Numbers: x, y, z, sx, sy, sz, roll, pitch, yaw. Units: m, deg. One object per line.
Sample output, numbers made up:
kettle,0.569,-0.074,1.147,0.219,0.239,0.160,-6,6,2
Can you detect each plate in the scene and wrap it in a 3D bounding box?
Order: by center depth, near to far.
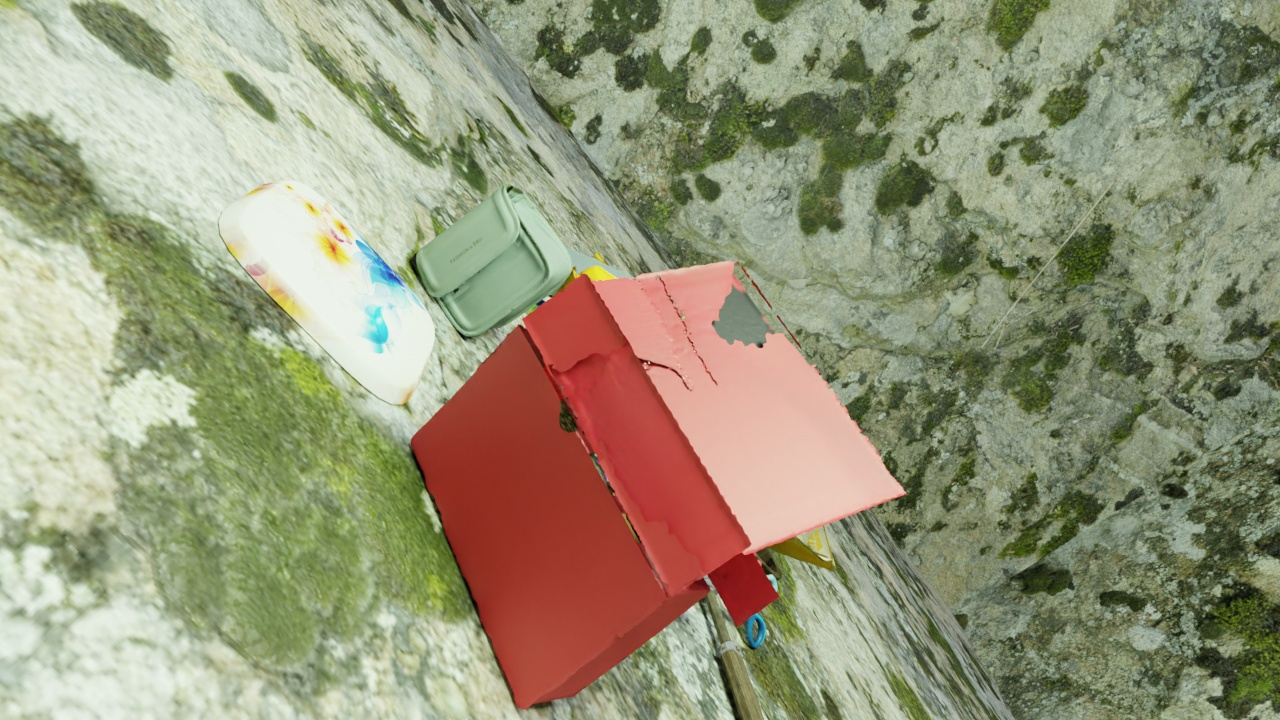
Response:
plate,-0.227,-0.061,0.706,0.187,0.016,0.186,49,11,-19

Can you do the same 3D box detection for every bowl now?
bowl,0.110,0.227,1.102,0.121,0.056,0.121,50,7,-9

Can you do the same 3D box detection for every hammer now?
hammer,0.096,0.312,0.853,0.147,0.028,0.316,47,12,-32

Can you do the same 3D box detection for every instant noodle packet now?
instant noodle packet,0.148,0.180,1.186,0.163,0.084,0.221,4,-48,53

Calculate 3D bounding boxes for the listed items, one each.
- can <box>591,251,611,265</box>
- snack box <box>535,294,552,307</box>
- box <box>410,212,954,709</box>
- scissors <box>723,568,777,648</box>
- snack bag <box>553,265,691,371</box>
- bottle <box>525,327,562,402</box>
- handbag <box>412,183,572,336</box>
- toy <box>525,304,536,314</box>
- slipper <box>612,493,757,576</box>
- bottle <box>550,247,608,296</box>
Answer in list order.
can,-0.072,-0.085,1.192,0.067,0.105,0.067,51,7,-9
snack box,-0.059,-0.044,1.129,0.150,0.026,0.082,18,13,-27
box,0.010,0.048,0.580,0.211,0.315,0.124,58,1,29
scissors,0.115,0.269,0.995,0.014,0.090,0.141,7,-17,30
snack bag,-0.006,0.006,0.964,0.247,0.068,0.159,29,41,-59
bottle,-0.101,0.006,0.970,0.036,0.036,0.119,45,14,-37
handbag,-0.142,-0.091,0.873,0.106,0.122,0.067,56,20,-2
toy,-0.127,-0.098,0.955,0.097,0.124,0.131,42,19,-29
slipper,0.014,0.146,0.922,0.099,0.078,0.263,49,-6,-31
bottle,-0.087,-0.104,1.127,0.161,0.046,0.072,26,40,16
